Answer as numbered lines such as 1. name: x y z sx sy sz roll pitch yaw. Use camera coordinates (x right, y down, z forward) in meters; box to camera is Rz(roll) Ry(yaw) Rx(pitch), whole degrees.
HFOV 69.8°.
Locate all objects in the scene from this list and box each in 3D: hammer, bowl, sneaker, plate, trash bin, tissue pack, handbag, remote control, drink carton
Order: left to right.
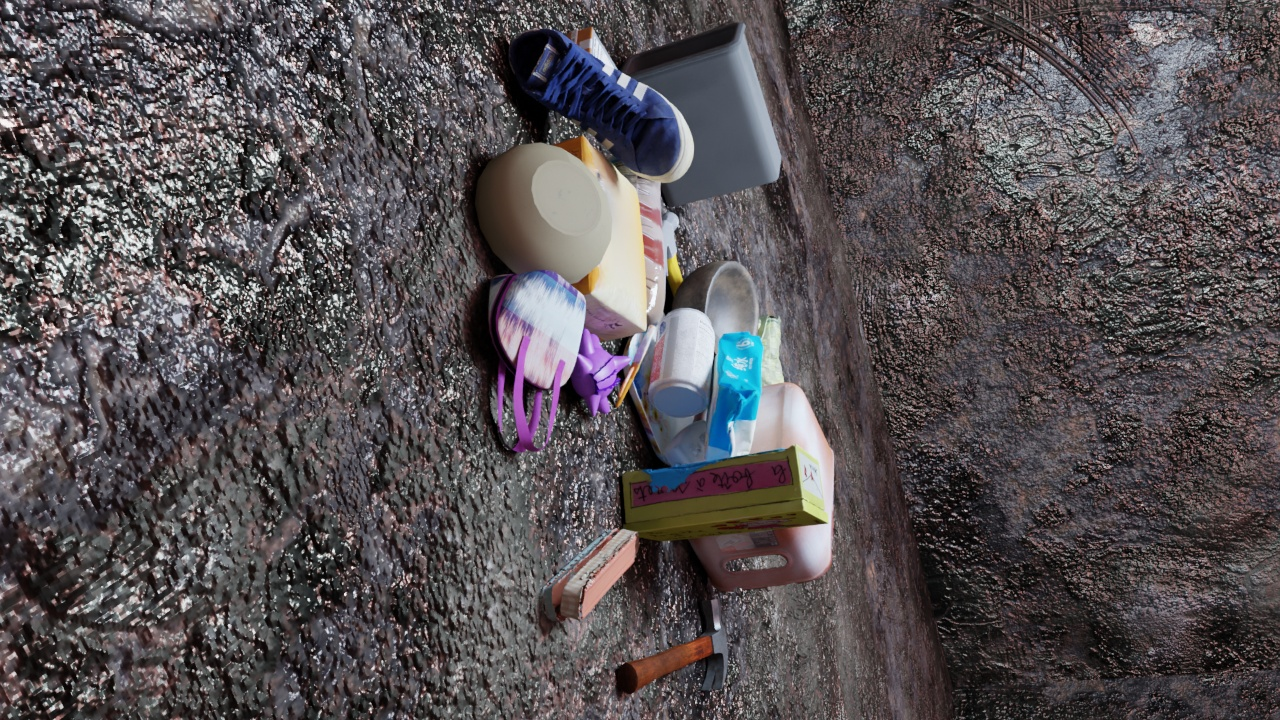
1. handbag: -0.105 0.006 0.892 0.144 0.068 0.169 38 51 -57
2. bowl: -0.087 -0.154 0.927 0.152 0.051 0.152 13 67 -34
3. drink carton: -0.058 -0.362 1.197 0.125 0.049 0.076 48 36 -51
4. sneaker: -0.049 -0.295 1.023 0.233 0.091 0.118 46 15 24
5. plate: 0.025 0.032 1.241 0.186 0.016 0.187 -62 135 -58
6. hammer: 0.046 0.360 1.113 0.300 0.028 0.111 19 61 -65
7. hammer: 0.075 -0.057 1.400 0.126 0.029 0.324 -60 134 -59
8. remote control: 0.072 0.117 1.219 0.060 0.028 0.114 48 30 0
9. trash bin: 0.093 -0.365 1.383 0.097 0.192 0.220 -74 146 -49
10. bowl: 0.105 -0.064 1.337 0.162 0.070 0.162 -4 95 -55
11. tissue pack: 0.123 0.050 1.201 0.208 0.066 0.117 -75 174 -64
12. handbag: 0.172 0.005 1.496 0.117 0.113 0.186 32 50 -51
13. trash bin: 0.164 0.169 1.299 0.157 0.182 0.259 61 28 -32

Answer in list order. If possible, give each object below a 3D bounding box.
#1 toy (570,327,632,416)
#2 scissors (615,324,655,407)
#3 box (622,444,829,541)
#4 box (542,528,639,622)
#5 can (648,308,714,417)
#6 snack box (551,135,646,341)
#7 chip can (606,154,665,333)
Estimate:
1. toy: -0.048 0.014 1.020 0.087 0.056 0.106 -47 126 -63
2. scissors: -0.006 0.005 1.087 0.125 0.011 0.130 -65 178 -53
3. box: 0.098 0.164 1.087 0.124 0.221 0.082 36 45 -62
4. box: -0.040 0.217 0.949 0.060 0.058 0.186 46 21 6
5. can: 0.055 0.002 1.200 0.135 0.078 0.078 -81 150 -41
6. snack box: -0.049 -0.139 1.061 0.145 0.081 0.195 31 51 -60
7. chip can: -0.008 -0.152 1.175 0.079 0.080 0.229 32 51 -61
